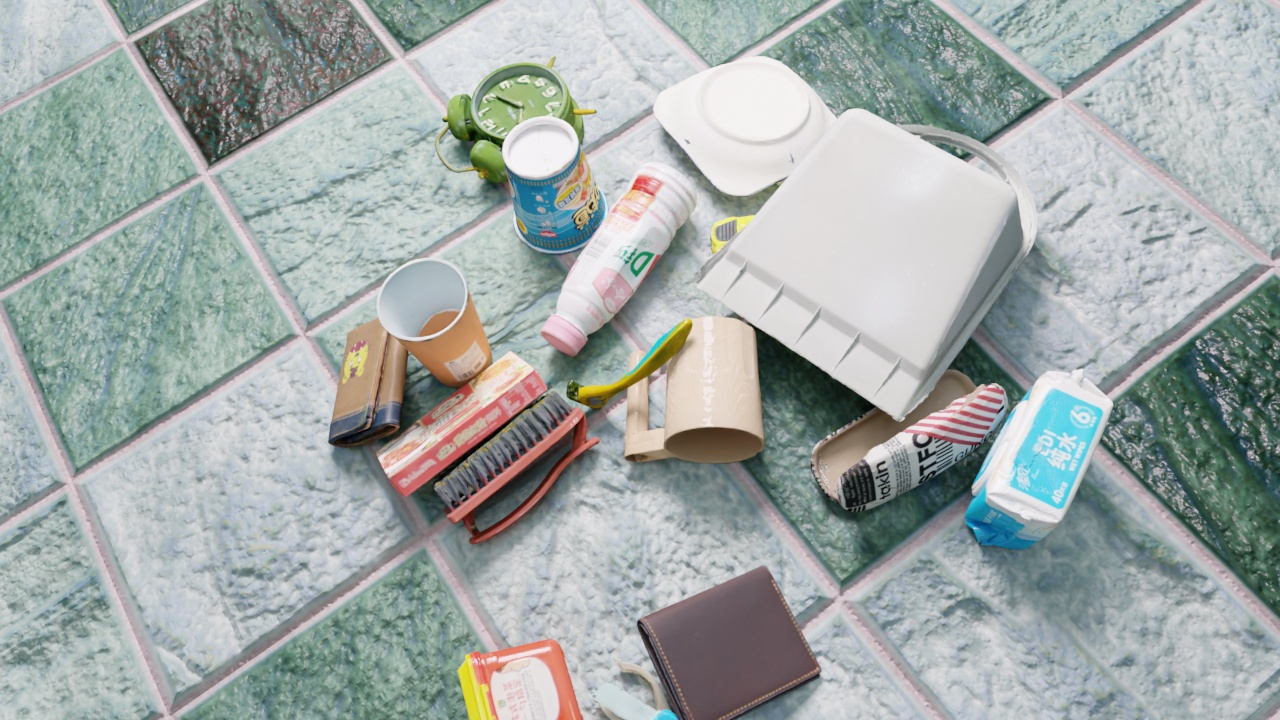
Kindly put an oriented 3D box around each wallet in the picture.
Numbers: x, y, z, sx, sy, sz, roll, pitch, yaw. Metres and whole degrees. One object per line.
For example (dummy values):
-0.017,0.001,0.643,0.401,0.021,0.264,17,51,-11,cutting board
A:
-0.245,0.017,0.835,0.090,0.033,0.115,-19,57,37,wallet
0.069,0.221,0.705,0.122,0.020,0.096,-16,66,-26,wallet

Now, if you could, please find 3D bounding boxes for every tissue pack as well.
0.311,0.079,0.726,0.063,0.090,0.139,28,71,17,tissue pack

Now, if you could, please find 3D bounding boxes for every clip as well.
0.005,0.281,0.700,0.082,0.035,0.104,-38,75,-16,clip

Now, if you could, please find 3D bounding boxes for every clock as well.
-0.134,-0.243,0.946,0.161,0.056,0.116,-31,64,-8,clock

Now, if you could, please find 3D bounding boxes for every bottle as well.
-0.022,-0.093,0.861,0.068,0.068,0.196,29,75,18,bottle

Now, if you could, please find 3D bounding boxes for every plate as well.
0.112,-0.249,0.920,0.164,0.034,0.163,-28,64,-18,plate

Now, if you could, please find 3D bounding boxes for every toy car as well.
0.119,-0.118,0.872,0.105,0.032,0.048,-2,64,4,toy car

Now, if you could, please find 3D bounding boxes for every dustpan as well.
0.224,-0.106,0.818,0.223,0.142,0.258,36,97,23,dustpan

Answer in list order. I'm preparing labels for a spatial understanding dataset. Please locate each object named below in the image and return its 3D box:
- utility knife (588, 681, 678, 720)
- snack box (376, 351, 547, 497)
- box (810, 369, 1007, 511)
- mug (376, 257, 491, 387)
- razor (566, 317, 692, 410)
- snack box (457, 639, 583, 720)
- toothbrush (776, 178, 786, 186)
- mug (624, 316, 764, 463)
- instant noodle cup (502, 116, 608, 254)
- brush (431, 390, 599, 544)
0.047,0.290,0.675,0.191,0.018,0.034,30,72,4,utility knife
-0.158,0.053,0.804,0.152,0.025,0.075,-38,25,-11,snack box
0.218,0.062,0.764,0.162,0.076,0.088,-32,39,-8,box
-0.174,-0.026,0.812,0.078,0.123,0.078,-3,64,6,mug
-0.005,0.005,0.786,0.133,0.043,0.028,-35,47,29,razor
-0.089,0.261,0.695,0.080,0.082,0.091,-15,65,-12,snack box
0.097,-0.211,0.929,0.191,0.018,0.016,37,76,18,toothbrush
0.044,0.030,0.792,0.125,0.084,0.103,-12,61,25,mug
-0.085,-0.172,0.878,0.099,0.110,0.099,-3,64,5,instant noodle cup
-0.105,0.091,0.790,0.145,0.063,0.069,-39,97,-13,brush
